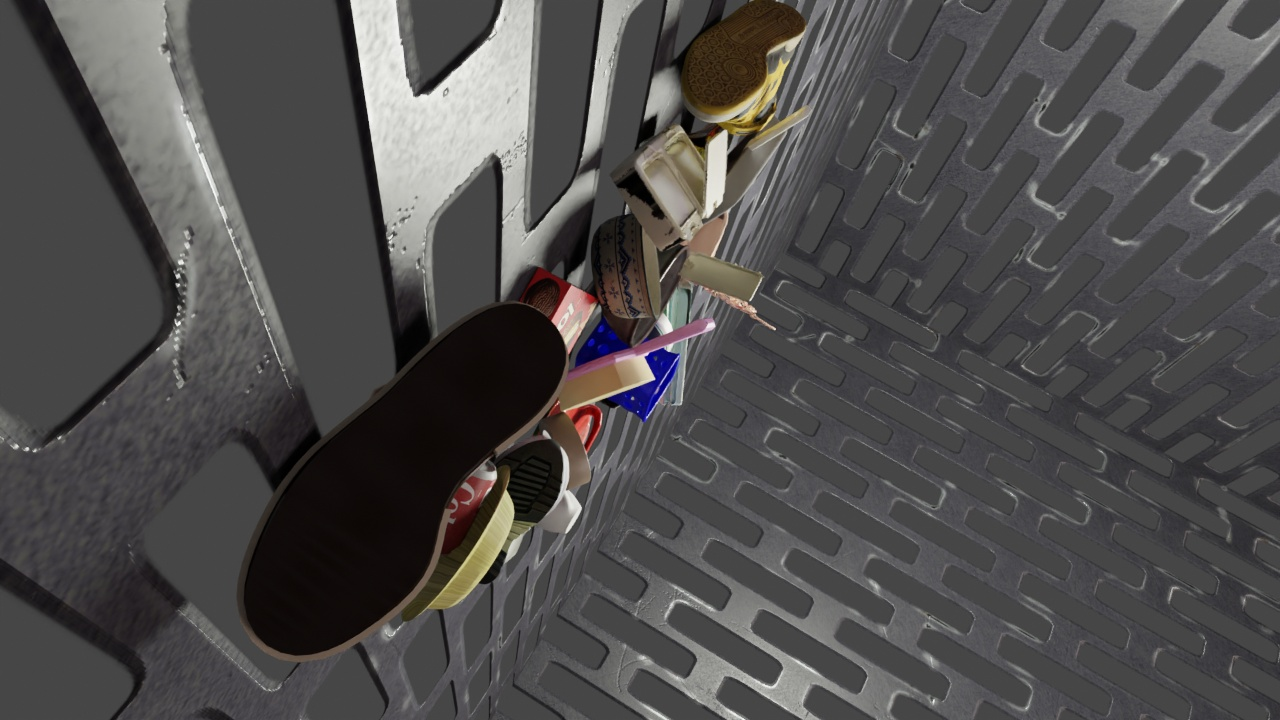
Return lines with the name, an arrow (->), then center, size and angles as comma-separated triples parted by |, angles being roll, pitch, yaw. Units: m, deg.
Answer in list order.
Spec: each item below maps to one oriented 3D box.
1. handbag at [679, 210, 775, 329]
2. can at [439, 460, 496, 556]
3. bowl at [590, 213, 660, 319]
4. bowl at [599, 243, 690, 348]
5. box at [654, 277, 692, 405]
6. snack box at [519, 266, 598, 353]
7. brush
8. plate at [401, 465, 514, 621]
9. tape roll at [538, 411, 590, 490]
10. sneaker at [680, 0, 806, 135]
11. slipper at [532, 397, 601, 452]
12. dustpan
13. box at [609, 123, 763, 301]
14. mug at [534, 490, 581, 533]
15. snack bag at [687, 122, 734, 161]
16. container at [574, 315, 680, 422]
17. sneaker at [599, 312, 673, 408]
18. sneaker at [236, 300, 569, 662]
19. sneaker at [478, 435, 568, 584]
handbag -> 0.130, -0.148, 1.292 | 0.117, 0.187, 0.198 | -60, -176, 9
can -> -0.183, 0.138, 0.892 | 0.096, 0.054, 0.054 | -61, 172, 8
bowl -> -0.017, -0.097, 0.957 | 0.115, 0.059, 0.115 | -5, 89, -81
bowl -> -0.003, -0.092, 1.129 | 0.144, 0.067, 0.145 | -58, 172, -14
box -> 0.047, -0.030, 1.384 | 0.072, 0.086, 0.199 | -17, 123, -37
snack box -> -0.106, -0.009, 0.907 | 0.152, 0.036, 0.132 | -61, 172, 3
brush -> -0.006, 0.006, 1.085 | 0.229, 0.043, 0.089 | -21, 175, 33
plate -> -0.176, 0.195, 0.945 | 0.185, 0.036, 0.184 | -49, -165, 17
tape roll -> -0.094, 0.112, 1.136 | 0.030, 0.093, 0.094 | -20, 156, -18
sneaker -> 0.095, -0.287, 0.980 | 0.237, 0.086, 0.122 | -51, 169, -40
slipper -> -0.095, 0.106, 1.298 | 0.103, 0.059, 0.249 | -59, 170, -7
dustpan -> 0.121, -0.235, 1.093 | 0.258, 0.033, 0.162 | -20, -149, 57
box -> 0.067, -0.151, 0.921 | 0.081, 0.181, 0.143 | -26, -163, 33
mug -> -0.128, 0.191, 1.277 | 0.071, 0.089, 0.107 | -54, 170, -38
snack bag -> 0.088, -0.255, 1.139 | 0.139, 0.066, 0.207 | -57, 176, 34
container -> -0.020, 0.009, 1.213 | 0.084, 0.113, 0.085 | -56, 171, -26
sneaker -> -0.015, 0.001, 1.337 | 0.078, 0.084, 0.236 | -55, 174, -31
sneaker -> -0.173, 0.079, 0.658 | 0.293, 0.111, 0.117 | -56, -169, -28
sneaker -> -0.146, 0.161, 1.129 | 0.240, 0.089, 0.124 | -55, 180, 29
